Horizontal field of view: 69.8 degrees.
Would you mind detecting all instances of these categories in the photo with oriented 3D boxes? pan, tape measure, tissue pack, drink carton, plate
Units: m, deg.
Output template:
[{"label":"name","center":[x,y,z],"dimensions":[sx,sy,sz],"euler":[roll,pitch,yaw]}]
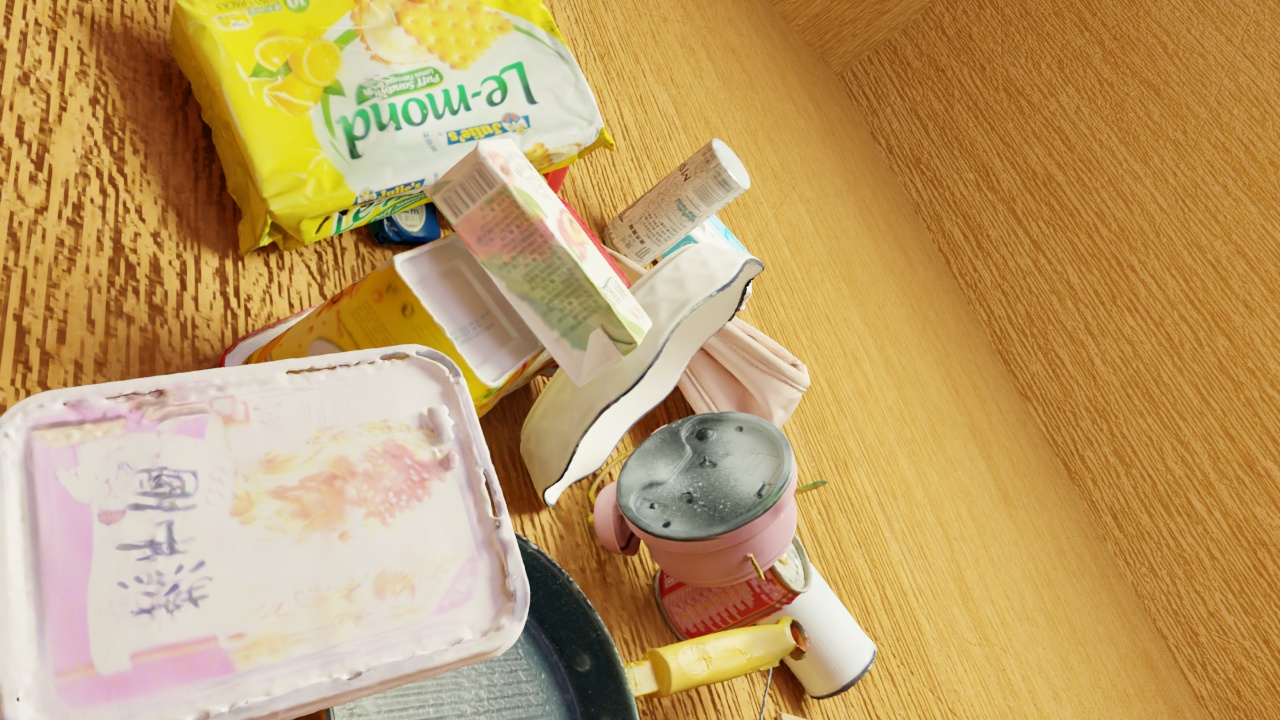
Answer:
[{"label":"pan","center":[-0.017,0.174,0.497],"dimensions":[0.356,0.078,0.197],"euler":[16,46,-53]},{"label":"tape measure","center":[-0.164,-0.104,0.628],"dimensions":[0.058,0.025,0.054],"euler":[-9,90,-63]},{"label":"tissue pack","center":[0.066,-0.116,1.005],"dimensions":[0.140,0.063,0.089],"euler":[43,30,-21]},{"label":"drink carton","center":[-0.049,-0.048,0.455],"dimensions":[0.122,0.045,0.053],"euler":[52,15,-8]},{"label":"plate","center":[-0.004,0.003,0.595],"dimensions":[0.045,0.205,0.204],"euler":[41,25,7]}]

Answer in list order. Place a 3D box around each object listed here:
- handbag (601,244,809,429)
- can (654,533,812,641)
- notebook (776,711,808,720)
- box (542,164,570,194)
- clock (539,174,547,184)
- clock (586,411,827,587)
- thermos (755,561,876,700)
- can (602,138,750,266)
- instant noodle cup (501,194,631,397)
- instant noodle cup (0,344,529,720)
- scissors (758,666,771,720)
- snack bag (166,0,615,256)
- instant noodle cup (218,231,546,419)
[{"label":"handbag","center":[0.038,-0.028,0.811],"dimensions":[0.234,0.093,0.193],"euler":[42,8,2]},{"label":"can","center":[0.066,0.154,0.646],"dimensions":[0.066,0.094,0.066],"euler":[40,30,-29]},{"label":"notebook","center":[0.184,0.358,0.701],"dimensions":[0.211,0.012,0.149],"euler":[31,33,-40]},{"label":"box","center":[-0.136,-0.228,0.801],"dimensions":[0.098,0.095,0.201],"euler":[-7,62,-27]},{"label":"clock","center":[-0.125,-0.151,0.680],"dimensions":[0.161,0.056,0.116],"euler":[47,8,5]},{"label":"clock","center":[0.033,0.090,0.615],"dimensions":[0.117,0.159,0.060],"euler":[-48,134,-35]},{"label":"thermos","center":[0.093,0.156,0.722],"dimensions":[0.224,0.073,0.073],"euler":[53,26,-4]},{"label":"can","center":[0.034,-0.150,0.893],"dimensions":[0.058,0.147,0.058],"euler":[40,30,-29]},{"label":"instant noodle cup","center":[-0.086,-0.033,0.603],"dimensions":[0.116,0.117,0.123],"euler":[52,37,-5]},{"label":"instant noodle cup","center":[-0.143,0.073,0.356],"dimensions":[0.173,0.060,0.138],"euler":[-10,63,-24]},{"label":"scissors","center":[0.055,0.258,0.504],"dimensions":[0.174,0.012,0.162],"euler":[81,23,-58]},{"label":"snack bag","center":[-0.151,-0.165,0.574],"dimensions":[0.246,0.068,0.158],"euler":[-22,76,-26]},{"label":"instant noodle cup","center":[-0.123,0.004,0.465],"dimensions":[0.116,0.124,0.116],"euler":[53,26,-5]}]
